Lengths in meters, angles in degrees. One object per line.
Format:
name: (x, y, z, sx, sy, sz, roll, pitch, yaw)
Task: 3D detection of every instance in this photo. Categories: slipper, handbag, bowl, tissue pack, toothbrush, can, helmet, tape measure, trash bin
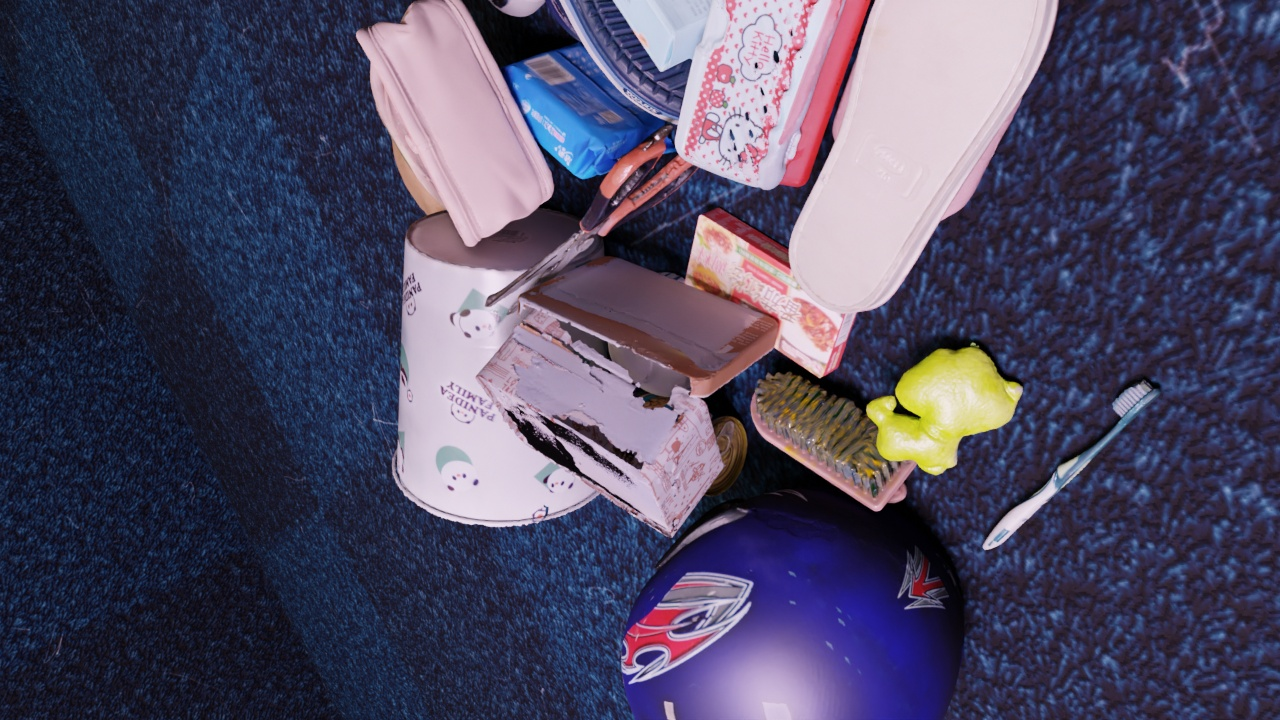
slipper: (0.175, -0.149, 0.584, 0.114, 0.054, 0.275, 37, 129, 25)
handbag: (-0.186, -0.209, 0.825, 0.234, 0.093, 0.193, 21, 140, 62)
slipper: (-0.021, -0.274, 0.695, 0.253, 0.105, 0.095, 55, 163, 1)
bowl: (0.013, -0.017, 0.842, 0.116, 0.066, 0.117, 27, 130, 38)
tissue pack: (-0.050, -0.209, 0.778, 0.157, 0.094, 0.052, 44, 140, 20)
toothbrush: (0.285, 0.077, 0.626, 0.018, 0.016, 0.192, 54, 143, 27)
can: (0.034, 0.076, 0.866, 0.111, 0.075, 0.075, 16, 123, 44)
helmet: (0.101, 0.243, 0.758, 0.247, 0.239, 0.316, 58, 143, 9)
tape measure: (-0.108, -0.334, 0.792, 0.034, 0.065, 0.066, -20, 94, 57)
trash bin: (-0.133, -0.005, 0.904, 0.230, 0.228, 0.252, 28, 125, 37)

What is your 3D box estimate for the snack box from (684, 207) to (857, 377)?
snack box: (0.104, -0.057, 0.747, 0.153, 0.025, 0.075, 37, 136, 29)

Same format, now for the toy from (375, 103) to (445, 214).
toy: (-0.207, -0.199, 0.978, 0.144, 0.082, 0.226, 12, 123, 56)

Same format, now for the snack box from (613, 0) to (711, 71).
snack box: (0.004, -0.291, 0.629, 0.175, 0.074, 0.052, 58, 165, 7)

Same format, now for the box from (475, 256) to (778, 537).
box: (-0.003, 0.002, 0.742, 0.183, 0.184, 0.154, 29, 158, 25)

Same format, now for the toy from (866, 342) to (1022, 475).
toy: (0.212, 0.033, 0.649, 0.097, 0.031, 0.100, 17, 109, 17)

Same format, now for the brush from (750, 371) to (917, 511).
brush: (0.149, 0.062, 0.741, 0.146, 0.063, 0.073, 31, 163, 36)

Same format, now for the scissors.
scissors: (-0.031, -0.112, 0.732, 0.015, 0.188, 0.226, 52, 138, 8)

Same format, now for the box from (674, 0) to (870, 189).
box: (0.087, -0.214, 0.588, 0.101, 0.095, 0.202, 13, 131, -2)
